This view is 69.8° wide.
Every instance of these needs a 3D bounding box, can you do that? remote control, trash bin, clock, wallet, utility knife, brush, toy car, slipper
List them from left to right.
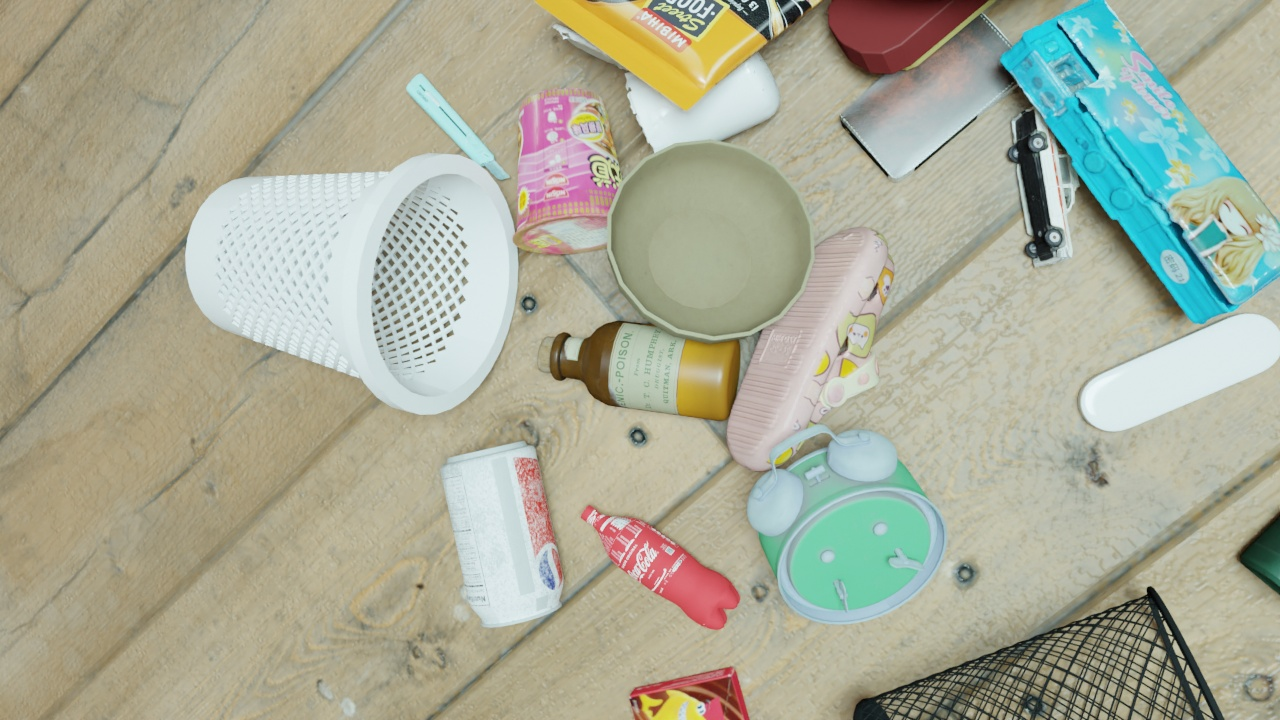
[{"bbox_3d":[-0.235,-0.071,0.729,0.200,0.195,0.195,10,93,24],"label":"trash bin"},{"bbox_3d":[-0.156,-0.197,0.786,0.022,0.015,0.126,-39,81,-21],"label":"utility knife"},{"bbox_3d":[0.135,-0.001,0.682,0.081,0.093,0.197,29,88,-24],"label":"slipper"},{"bbox_3d":[0.140,0.111,0.639,0.122,0.075,0.161,-29,121,6],"label":"clock"},{"bbox_3d":[0.217,-0.198,0.684,0.123,0.019,0.072,-40,81,11],"label":"wallet"},{"bbox_3d":[0.220,-0.276,0.660,0.173,0.042,0.082,-39,52,12],"label":"brush"},{"bbox_3d":[0.266,0.269,0.600,0.210,0.183,0.184,-24,84,19],"label":"trash bin"},{"bbox_3d":[0.294,-0.126,0.658,0.039,0.039,0.113,-9,88,-6],"label":"toy car"},{"bbox_3d":[0.378,0.009,0.647,0.137,0.013,0.043,-27,84,13],"label":"remote control"}]

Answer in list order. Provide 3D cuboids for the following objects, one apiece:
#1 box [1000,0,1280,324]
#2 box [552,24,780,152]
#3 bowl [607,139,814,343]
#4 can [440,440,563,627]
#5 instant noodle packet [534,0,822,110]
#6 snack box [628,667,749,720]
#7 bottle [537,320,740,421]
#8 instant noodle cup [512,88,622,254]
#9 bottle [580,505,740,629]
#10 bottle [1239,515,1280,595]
[{"bbox_3d":[0.345,-0.140,0.621,0.094,0.041,0.226,-29,81,-24],"label":"box"},{"bbox_3d":[0.019,-0.225,0.705,0.140,0.083,0.141,-24,95,15],"label":"box"},{"bbox_3d":[0.048,-0.082,0.680,0.152,0.050,0.152,2,77,-7],"label":"bowl"},{"bbox_3d":[-0.110,0.138,0.741,0.078,0.078,0.136,-14,87,14],"label":"can"},{"bbox_3d":[0.057,-0.284,0.669,0.220,0.032,0.160,-41,65,-15],"label":"instant noodle packet"},{"bbox_3d":[0.051,0.319,0.729,0.089,0.021,0.133,-18,86,15],"label":"snack box"},{"bbox_3d":[-0.004,0.004,0.719,0.157,0.067,0.068,7,92,14],"label":"bottle"},{"bbox_3d":[-0.057,-0.149,0.724,0.098,0.097,0.108,-9,80,14],"label":"instant noodle cup"},{"bbox_3d":[0.013,0.160,0.728,0.141,0.042,0.042,33,98,12],"label":"bottle"},{"bbox_3d":[0.469,0.106,0.598,0.061,0.061,0.131,41,100,9],"label":"bottle"}]
